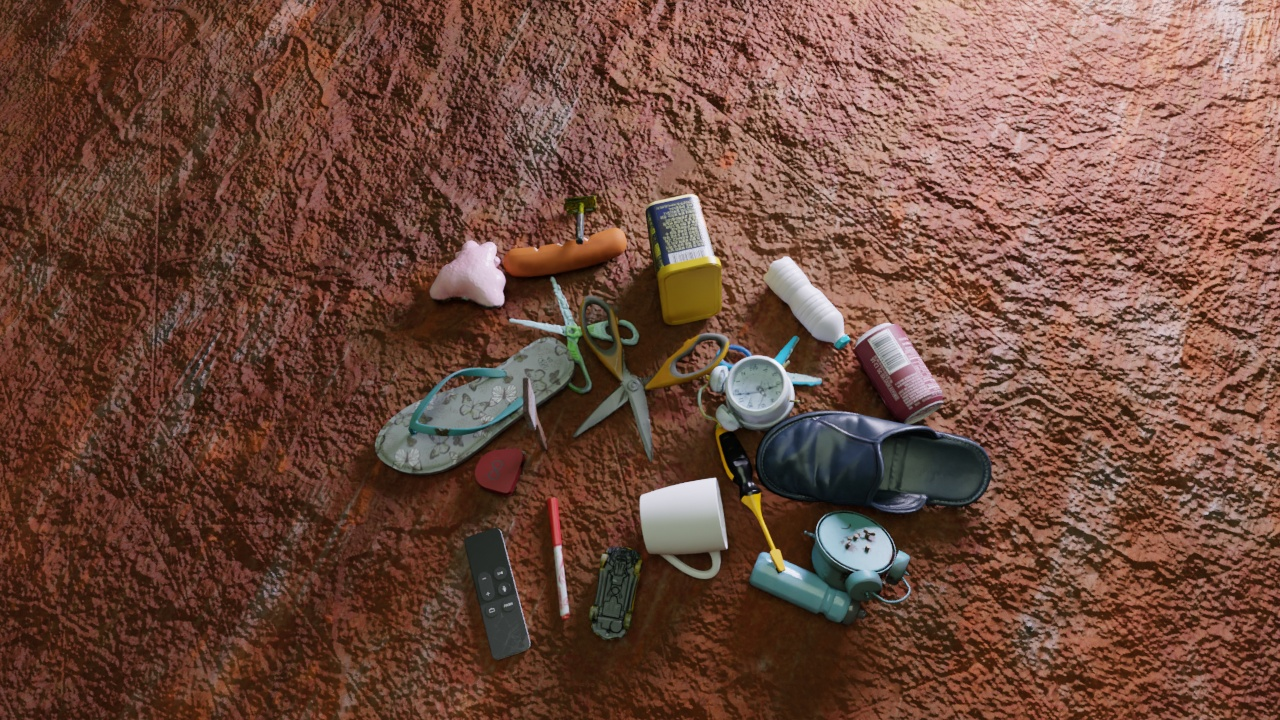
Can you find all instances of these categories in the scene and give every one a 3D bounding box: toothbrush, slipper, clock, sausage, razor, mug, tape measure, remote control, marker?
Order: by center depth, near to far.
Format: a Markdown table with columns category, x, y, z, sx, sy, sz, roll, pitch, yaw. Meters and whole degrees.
| category | x | y | z | sx | sy | sz | roll | pitch | yaw |
| --- | --- | --- | --- | --- | --- | --- | --- | --- | --- |
| clock | 0.240 | 0.219 | 1.001 | 0.089 | 0.053 | 0.124 | -15 | 45 | -31 |
| slipper | 0.264 | 0.116 | 1.034 | 0.266 | 0.083 | 0.109 | 5 | 89 | 7 |
| mug | 0.052 | 0.196 | 1.043 | 0.088 | 0.081 | 0.114 | -10 | 98 | 7 |
| toothbrush | 0.126 | 0.154 | 1.054 | 0.031 | 0.031 | 0.196 | -9 | 53 | -16 |
| remote control | -0.166 | 0.268 | 1.061 | 0.045 | 0.008 | 0.146 | -18 | 68 | -3 |
| marker | -0.095 | 0.229 | 1.069 | 0.013 | 0.013 | 0.142 | -9 | 68 | 1 |
| clock | 0.127 | 0.041 | 1.093 | 0.118 | 0.057 | 0.083 | -14 | 67 | 8 |
| tape measure | -0.171 | 0.132 | 1.111 | 0.051 | 0.019 | 0.058 | 14 | 63 | 12 |
| slipper | -0.202 | 0.057 | 1.122 | 0.268 | 0.055 | 0.098 | -28 | 71 | -5 |
| sausage | -0.099 | -0.139 | 1.204 | 0.164 | 0.039 | 0.044 | -12 | 61 | 0 |
| razor | -0.079 | -0.183 | 1.205 | 0.042 | 0.026 | 0.105 | -4 | 38 | 1 |

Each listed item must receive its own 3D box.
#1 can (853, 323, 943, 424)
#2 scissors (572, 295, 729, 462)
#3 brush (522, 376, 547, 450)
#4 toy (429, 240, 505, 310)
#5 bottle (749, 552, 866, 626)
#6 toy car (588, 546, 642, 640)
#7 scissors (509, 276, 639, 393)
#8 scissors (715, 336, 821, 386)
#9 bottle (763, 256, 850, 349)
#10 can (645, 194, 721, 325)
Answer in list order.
| category | x | y | z | sx | sy | sz | roll | pitch | yaw |
| --- | --- | --- | --- | --- | --- | --- | --- | --- | --- |
| can | 0.307 | 0.015 | 1.094 | 0.063 | 0.063 | 0.114 | -25 | 68 | -6 |
| scissors | -0.006 | 0.007 | 1.134 | 0.225 | 0.016 | 0.230 | -35 | 78 | -3 |
| brush | -0.121 | 0.074 | 1.063 | 0.008 | 0.143 | 0.045 | -6 | 59 | 1 |
| toy | -0.221 | -0.112 | 1.197 | 0.102 | 0.050 | 0.093 | 7 | 72 | 11 |
| bottle | 0.187 | 0.256 | 1.019 | 0.130 | 0.040 | 0.040 | 22 | 71 | 13 |
| toy car | -0.028 | 0.263 | 1.039 | 0.049 | 0.030 | 0.106 | 10 | 67 | 7 |
| scissors | -0.081 | -0.038 | 1.178 | 0.166 | 0.024 | 0.171 | -19 | 70 | 3 |
| scissors | 0.151 | 0.018 | 1.135 | 0.140 | 0.011 | 0.134 | 30 | 76 | 17 |
| bottle | 0.211 | -0.069 | 1.147 | 0.044 | 0.044 | 0.136 | -35 | 69 | -9 |
| can | 0.052 | -0.124 | 1.135 | 0.075 | 0.135 | 0.104 | -12 | 65 | -1 |
